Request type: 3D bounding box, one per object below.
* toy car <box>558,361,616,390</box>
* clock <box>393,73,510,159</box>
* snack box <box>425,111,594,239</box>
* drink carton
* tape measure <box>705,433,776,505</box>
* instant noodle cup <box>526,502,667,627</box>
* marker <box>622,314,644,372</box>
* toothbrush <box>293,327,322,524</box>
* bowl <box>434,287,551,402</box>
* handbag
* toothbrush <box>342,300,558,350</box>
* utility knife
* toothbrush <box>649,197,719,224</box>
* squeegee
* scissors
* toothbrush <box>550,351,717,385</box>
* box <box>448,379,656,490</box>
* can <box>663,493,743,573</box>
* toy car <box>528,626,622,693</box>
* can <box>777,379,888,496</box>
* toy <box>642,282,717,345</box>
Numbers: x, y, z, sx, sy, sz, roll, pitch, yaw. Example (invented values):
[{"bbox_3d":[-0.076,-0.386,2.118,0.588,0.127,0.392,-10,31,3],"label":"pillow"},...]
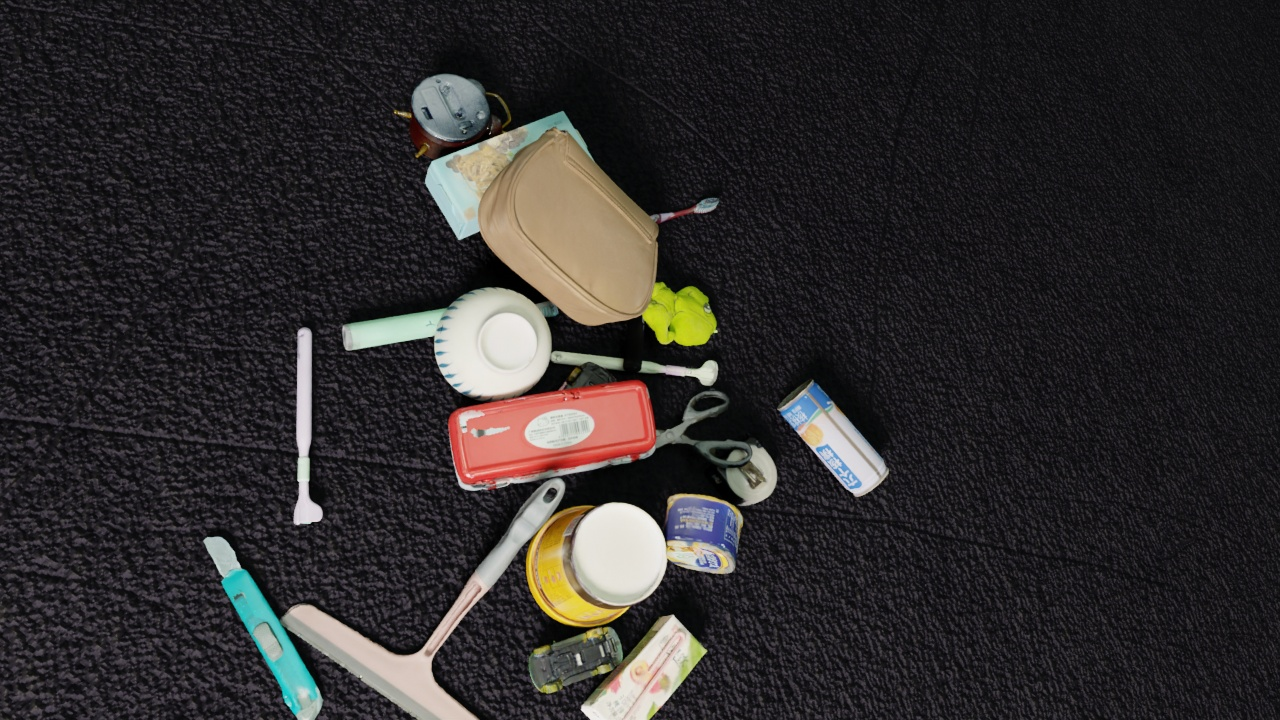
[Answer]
[{"bbox_3d":[-0.072,0.057,0.945,0.056,0.037,0.122,37,76,1],"label":"toy car"},{"bbox_3d":[-0.197,-0.263,0.991,0.121,0.055,0.082,-24,81,-27],"label":"clock"},{"bbox_3d":[-0.139,-0.202,0.994,0.174,0.052,0.074,-30,85,-26],"label":"snack box"},{"bbox_3d":[0.005,0.307,0.885,0.053,0.046,0.122,48,62,0],"label":"drink carton"},{"bbox_3d":[0.114,0.123,0.996,0.065,0.034,0.066,-38,89,-26],"label":"tape measure"},{"bbox_3d":[-0.038,0.189,0.869,0.118,0.115,0.118,7,70,-19],"label":"instant noodle cup"},{"bbox_3d":[-0.006,-0.047,1.002,0.022,0.020,0.131,6,60,-4],"label":"marker"},{"bbox_3d":[-0.313,0.058,0.859,0.029,0.021,0.189,-10,73,9],"label":"toothbrush"},{"bbox_3d":[-0.139,-0.016,0.907,0.116,0.066,0.116,0,89,-25],"label":"bowl"},{"bbox_3d":[-0.071,-0.132,0.951,0.204,0.100,0.147,42,60,-35],"label":"handbag"},{"bbox_3d":[-0.189,-0.041,0.936,0.224,0.026,0.027,-11,93,-24],"label":"toothbrush"},{"bbox_3d":[-0.329,0.233,0.797,0.029,0.013,0.186,-31,86,-16],"label":"utility knife"},{"bbox_3d":[0.013,-0.163,1.060,0.187,0.017,0.016,-18,79,-26],"label":"toothbrush"},{"bbox_3d":[-0.147,0.206,0.837,0.247,0.040,0.249,38,89,-4],"label":"squeegee"},{"bbox_3d":[0.037,0.078,0.974,0.178,0.014,0.159,24,48,10],"label":"scissors"},{"bbox_3d":[-0.006,0.006,0.997,0.189,0.020,0.029,6,103,-18],"label":"toothbrush"},{"bbox_3d":[-0.085,0.073,0.905,0.201,0.047,0.086,-9,81,-10],"label":"box"},{"bbox_3d":[0.060,0.172,0.900,0.075,0.148,0.049,6,69,11],"label":"can"},{"bbox_3d":[-0.063,0.284,0.871,0.091,0.036,0.043,-11,78,-25],"label":"toy car"},{"bbox_3d":[0.218,0.088,1.036,0.053,0.053,0.134,-41,90,-27],"label":"can"},{"bbox_3d":[0.044,-0.049,1.018,0.100,0.031,0.096,34,52,-26],"label":"toy"}]
